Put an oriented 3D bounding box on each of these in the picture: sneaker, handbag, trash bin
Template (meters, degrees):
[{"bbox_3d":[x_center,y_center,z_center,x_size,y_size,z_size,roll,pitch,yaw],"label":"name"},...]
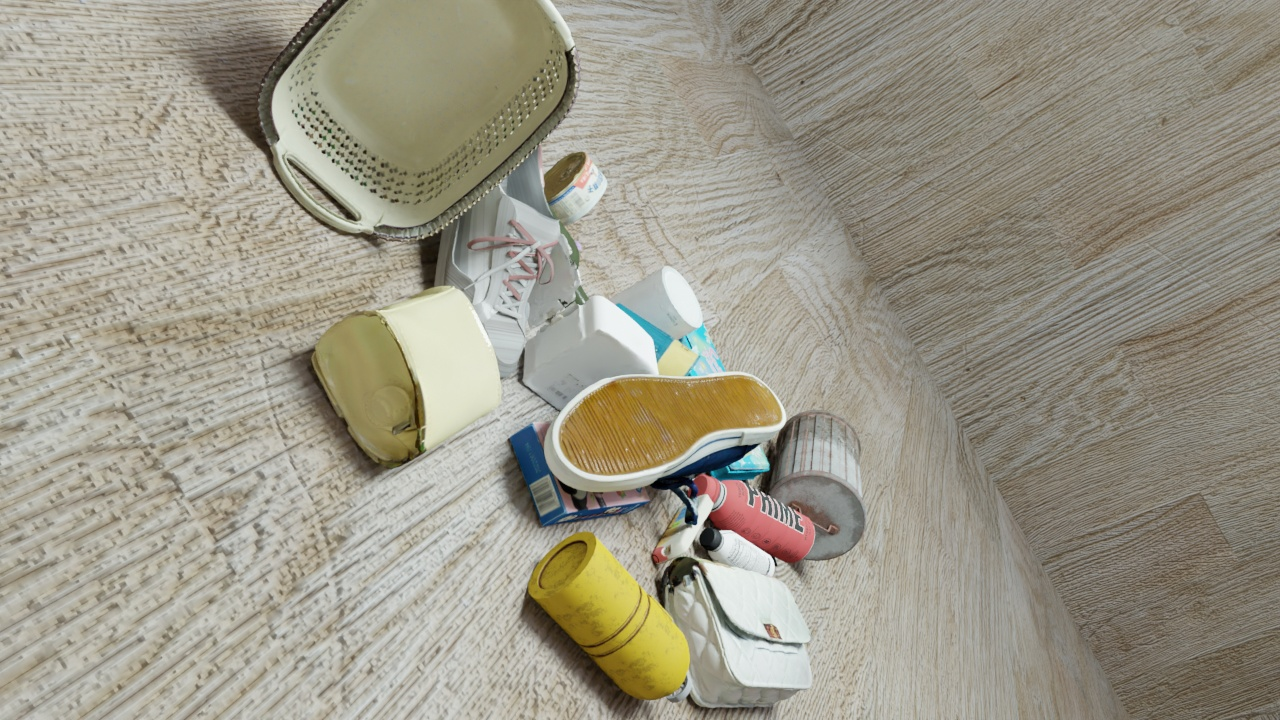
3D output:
[{"bbox_3d":[0.014,0.090,0.877,0.293,0.128,0.120,-6,56,-47],"label":"sneaker"},{"bbox_3d":[-0.170,0.010,0.683,0.111,0.081,0.119,66,22,-6],"label":"handbag"},{"bbox_3d":[-0.118,-0.100,0.825,0.099,0.090,0.236,13,69,-50],"label":"sneaker"},{"bbox_3d":[0.106,0.274,0.933,0.194,0.073,0.138,27,40,-52],"label":"handbag"},{"bbox_3d":[0.238,0.167,1.243,0.131,0.131,0.210,55,23,-13],"label":"trash bin"}]

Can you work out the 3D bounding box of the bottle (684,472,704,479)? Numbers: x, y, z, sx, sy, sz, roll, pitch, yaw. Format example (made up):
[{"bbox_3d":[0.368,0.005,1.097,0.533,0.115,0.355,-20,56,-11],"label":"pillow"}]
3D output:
[{"bbox_3d":[0.056,0.088,1.084,0.036,0.036,0.109,41,31,-37],"label":"bottle"}]

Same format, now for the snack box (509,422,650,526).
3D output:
[{"bbox_3d":[-0.053,0.103,0.858,0.154,0.033,0.088,8,56,-61],"label":"snack box"}]

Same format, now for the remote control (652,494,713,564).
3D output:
[{"bbox_3d":[0.046,0.176,0.964,0.018,0.038,0.125,58,24,-4],"label":"remote control"}]

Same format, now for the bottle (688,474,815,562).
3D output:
[{"bbox_3d":[0.128,0.182,1.079,0.176,0.062,0.062,31,36,-32],"label":"bottle"}]

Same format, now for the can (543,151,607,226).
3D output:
[{"bbox_3d":[-0.084,-0.198,1.066,0.043,0.086,0.086,47,27,-30],"label":"can"}]

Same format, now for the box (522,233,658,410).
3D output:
[{"bbox_3d":[-0.071,-0.030,0.883,0.189,0.112,0.101,51,24,-19],"label":"box"}]

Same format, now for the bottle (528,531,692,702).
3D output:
[{"bbox_3d":[-0.014,0.221,0.758,0.164,0.071,0.070,51,26,-20],"label":"bottle"}]

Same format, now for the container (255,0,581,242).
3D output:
[{"bbox_3d":[-0.175,-0.230,0.746,0.184,0.252,0.143,43,20,-29],"label":"container"}]

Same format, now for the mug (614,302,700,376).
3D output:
[{"bbox_3d":[-0.006,0.006,0.987,0.107,0.114,0.083,33,68,2],"label":"mug"}]

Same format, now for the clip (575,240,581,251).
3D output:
[{"bbox_3d":[-0.088,-0.126,1.055,0.013,0.033,0.051,62,25,1],"label":"clip"}]

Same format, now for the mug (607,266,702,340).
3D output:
[{"bbox_3d":[0.006,-0.048,1.051,0.082,0.106,0.082,44,29,-33],"label":"mug"}]

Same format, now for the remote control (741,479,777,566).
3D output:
[{"bbox_3d":[0.140,0.192,1.160,0.033,0.015,0.146,23,44,-54],"label":"remote control"}]

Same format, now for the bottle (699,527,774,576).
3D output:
[{"bbox_3d":[0.106,0.218,1.034,0.116,0.041,0.041,38,33,-41],"label":"bottle"}]

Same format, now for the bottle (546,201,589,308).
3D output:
[{"bbox_3d":[-0.113,-0.126,0.947,0.207,0.072,0.071,55,25,-13],"label":"bottle"}]

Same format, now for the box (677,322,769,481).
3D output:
[{"bbox_3d":[0.087,0.044,1.166,0.094,0.040,0.226,7,54,-50],"label":"box"}]
